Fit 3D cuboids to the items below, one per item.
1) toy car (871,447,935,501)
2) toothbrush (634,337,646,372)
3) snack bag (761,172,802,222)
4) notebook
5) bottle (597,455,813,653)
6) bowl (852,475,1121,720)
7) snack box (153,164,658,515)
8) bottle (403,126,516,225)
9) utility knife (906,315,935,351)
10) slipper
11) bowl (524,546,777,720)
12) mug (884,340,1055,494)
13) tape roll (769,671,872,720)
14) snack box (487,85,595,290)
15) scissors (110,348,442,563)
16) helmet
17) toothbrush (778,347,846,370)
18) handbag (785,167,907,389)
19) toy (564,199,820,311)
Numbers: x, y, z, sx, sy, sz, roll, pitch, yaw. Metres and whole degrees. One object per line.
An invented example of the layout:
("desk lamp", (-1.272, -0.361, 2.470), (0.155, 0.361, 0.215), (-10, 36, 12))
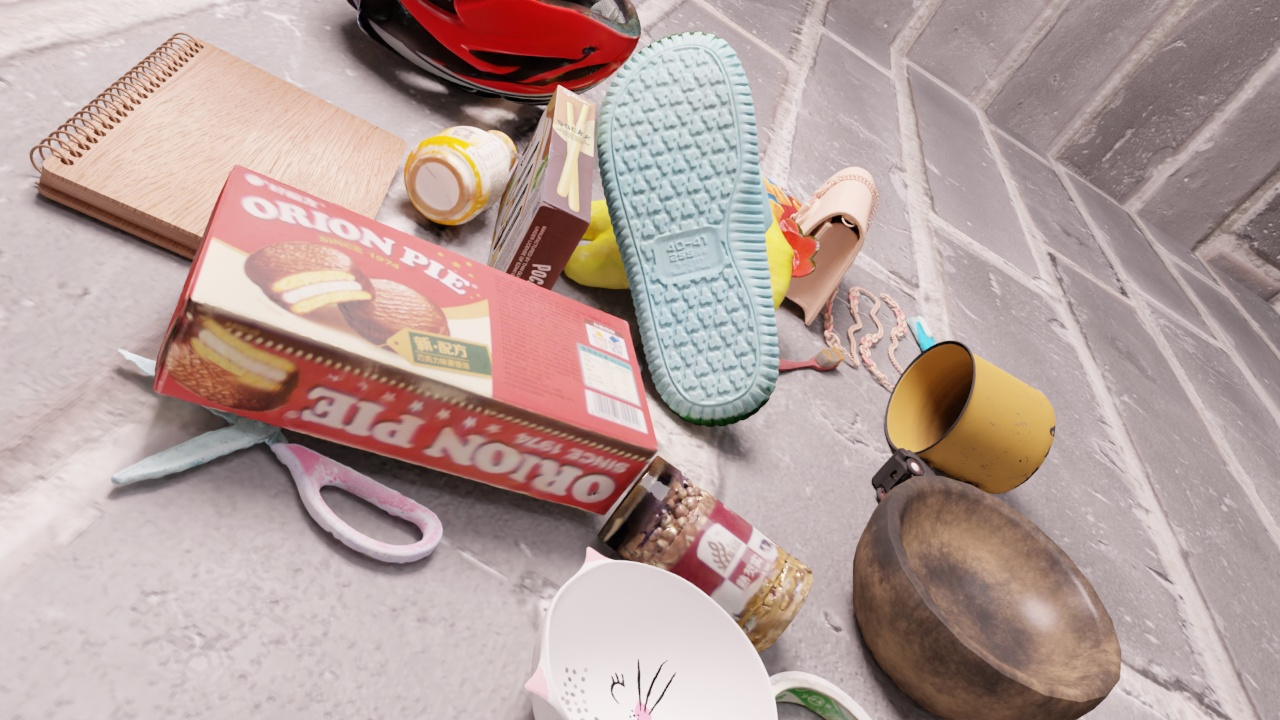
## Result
("toy car", (0.212, 0.109, 0.670), (0.037, 0.040, 0.092), (1, 43, -44))
("toothbrush", (-0.004, 0.004, 0.639), (0.013, 0.013, 0.167), (33, 29, -3))
("snack bag", (0.111, -0.182, 0.973), (0.131, 0.039, 0.143), (41, 31, 11))
("notebook", (-0.247, -0.126, 0.574), (0.169, 0.022, 0.210), (25, 32, -18))
("bottle", (0.035, 0.104, 0.494), (0.105, 0.056, 0.056), (37, 31, 3))
("bowl", (0.200, 0.153, 0.562), (0.162, 0.070, 0.162), (20, 34, -15))
("snack box", (-0.110, -0.006, 0.476), (0.236, 0.060, 0.113), (21, 33, -27))
("bottle", (-0.126, -0.140, 0.671), (0.063, 0.063, 0.108), (34, 29, -2))
("utility knife", (0.297, 0.000, 0.925), (0.022, 0.015, 0.148), (17, 34, -12))
("slipper", (0.038, -0.090, 0.648), (0.069, 0.116, 0.276), (30, 50, -84))
("bowl", (-0.001, 0.150, 0.403), (0.114, 0.051, 0.114), (24, 33, -17))
("mug", (0.266, 0.060, 0.749), (0.094, 0.101, 0.123), (27, 73, -17))
("tape roll", (0.089, 0.200, 0.452), (0.093, 0.018, 0.093), (24, 33, -17))
("snack box", (-0.070, -0.108, 0.639), (0.031, 0.101, 0.185), (24, 33, -18))
("scissors", (-0.159, 0.039, 0.439), (0.175, 0.013, 0.170), (44, 31, 13))
("helmet", (-0.125, -0.324, 0.818), (0.271, 0.167, 0.217), (7, 41, -38))
("toothbrush", (0.110, 0.002, 0.747), (0.184, 0.016, 0.015), (-4, 55, -44))
("handbag", (0.228, -0.091, 0.885), (0.187, 0.117, 0.198), (34, 31, -1))
("toy", (0.038, -0.085, 0.728), (0.207, 0.092, 0.133), (7, 58, -25))
